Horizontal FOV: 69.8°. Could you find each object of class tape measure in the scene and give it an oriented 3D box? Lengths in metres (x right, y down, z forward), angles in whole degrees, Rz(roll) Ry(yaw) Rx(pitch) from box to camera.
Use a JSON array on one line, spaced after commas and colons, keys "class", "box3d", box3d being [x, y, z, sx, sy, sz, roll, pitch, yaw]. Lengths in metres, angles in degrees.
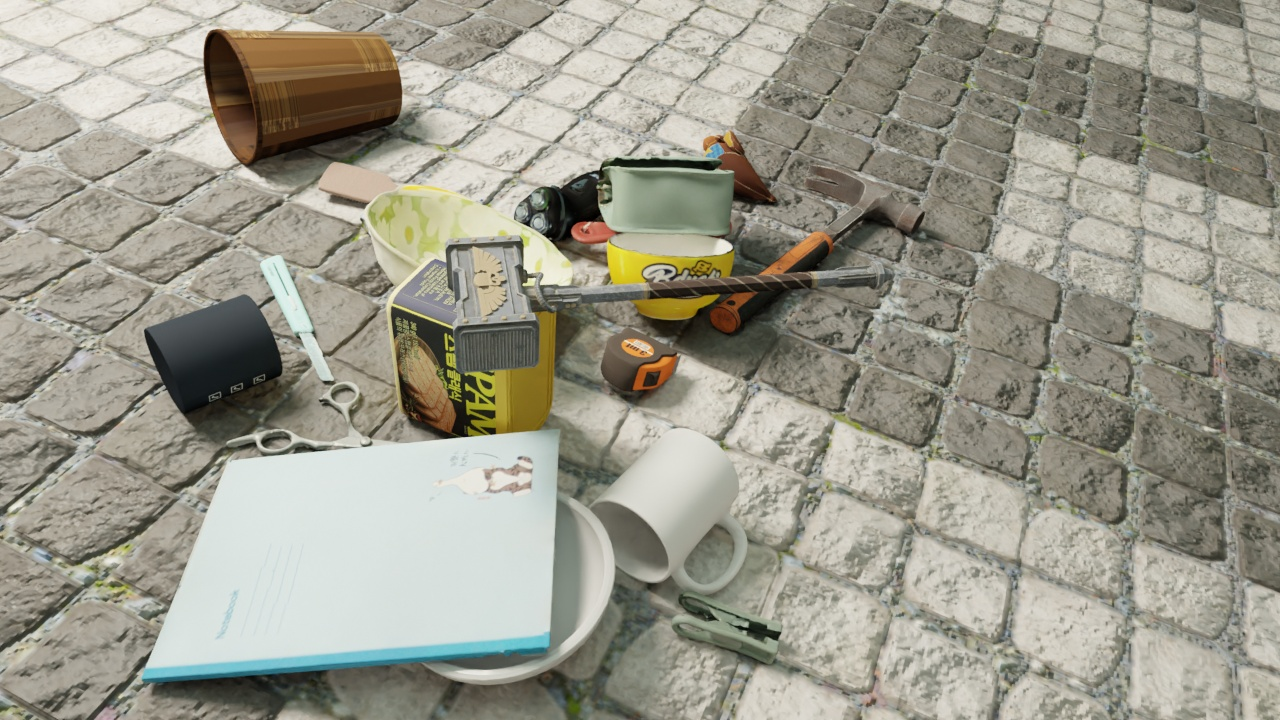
[{"class": "tape measure", "box3d": [-0.005, 0.005, 0.800, 0.058, 0.038, 0.058, 26, 32, 15]}]

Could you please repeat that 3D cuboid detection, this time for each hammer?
[{"class": "hammer", "box3d": [0.166, -0.120, 0.960, 0.138, 0.035, 0.313, 34, 49, 23]}, {"class": "hammer", "box3d": [0.029, -0.051, 0.648, 0.321, 0.044, 0.098, -5, 45, -12]}]

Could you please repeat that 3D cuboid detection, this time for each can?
[{"class": "can", "box3d": [-0.129, -0.001, 0.710, 0.104, 0.135, 0.075, 20, 45, 14]}]

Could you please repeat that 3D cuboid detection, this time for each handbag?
[{"class": "handbag", "box3d": [0.024, -0.165, 0.898, 0.121, 0.067, 0.106, 0, 19, -11]}]

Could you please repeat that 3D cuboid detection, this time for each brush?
[{"class": "brush", "box3d": [0.011, -0.127, 0.940, 0.172, 0.030, 0.041, -6, 47, -18]}, {"class": "brush", "box3d": [-0.261, -0.171, 0.950, 0.135, 0.015, 0.049, 14, 45, -4]}]

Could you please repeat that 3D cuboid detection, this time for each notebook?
[{"class": "notebook", "box3d": [-0.181, 0.124, 0.618, 0.253, 0.009, 0.180, -6, 43, 2]}]

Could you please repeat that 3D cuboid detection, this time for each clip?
[{"class": "clip", "box3d": [0.059, 0.184, 0.635, 0.076, 0.023, 0.042, 18, 43, 6]}]

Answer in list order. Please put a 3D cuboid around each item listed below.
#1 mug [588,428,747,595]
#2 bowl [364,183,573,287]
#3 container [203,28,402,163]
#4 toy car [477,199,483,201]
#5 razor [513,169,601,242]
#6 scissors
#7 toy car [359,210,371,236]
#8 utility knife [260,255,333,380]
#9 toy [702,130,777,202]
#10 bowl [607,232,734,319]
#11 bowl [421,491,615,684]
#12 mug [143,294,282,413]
[{"class": "mug", "box3d": [0.030, 0.118, 0.670, 0.110, 0.074, 0.090, 49, 51, 1]}, {"class": "bowl", "box3d": [-0.156, -0.082, 0.817, 0.188, 0.060, 0.219, 1, 33, -40]}, {"class": "container", "box3d": [-0.354, -0.291, 0.979, 0.166, 0.132, 0.132, -22, 52, -37]}, {"class": "toy car", "box3d": [-0.192, -0.156, 0.926, 0.091, 0.033, 0.062, 9, 33, -35]}, {"class": "razor", "box3d": [-0.069, -0.167, 0.943, 0.053, 0.064, 0.140, 32, 49, 20]}, {"class": "scissors", "box3d": [-0.229, 0.068, 0.707, 0.157, 0.014, 0.141, -17, 47, -25]}, {"class": "toy car", "box3d": [-0.240, -0.126, 0.895, 0.038, 0.027, 0.090, -23, 53, -32]}, {"class": "utility knife", "box3d": [-0.300, -0.037, 0.804, 0.022, 0.015, 0.165, -18, 53, -28]}, {"class": "toy", "box3d": [0.115, -0.219, 1.055, 0.103, 0.071, 0.090, 31, 29, -11]}, {"class": "bowl", "box3d": [0.026, -0.078, 0.854, 0.117, 0.068, 0.117, 3, 19, -1]}, {"class": "bowl", "box3d": [-0.089, 0.155, 0.615, 0.149, 0.043, 0.149, -3, 43, 3]}, {"class": "mug", "box3d": [-0.345, -0.009, 0.733, 0.077, 0.071, 0.105, -26, 28, -32]}]
